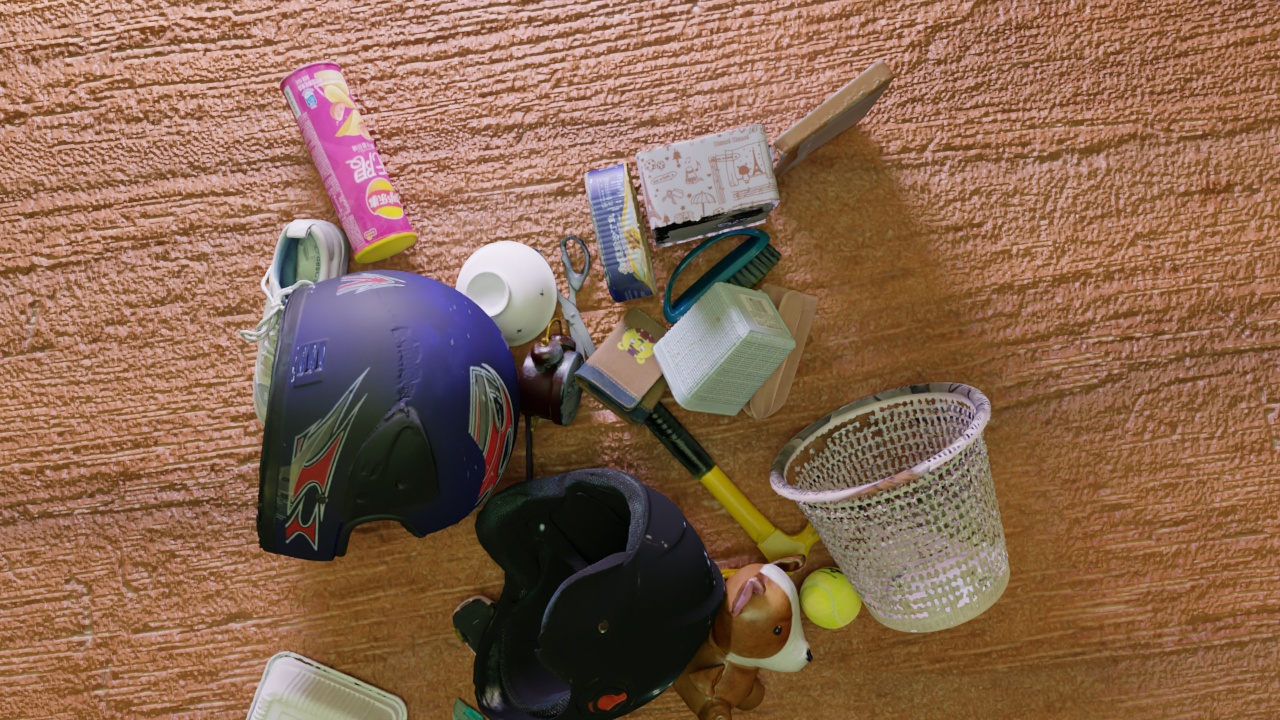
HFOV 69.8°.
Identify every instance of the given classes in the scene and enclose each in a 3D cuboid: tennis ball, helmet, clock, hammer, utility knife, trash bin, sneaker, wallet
[{"bbox_3d":[0.207,0.258,1.000,0.065,0.065,0.065,0,91,2],"label":"tennis ball"},{"bbox_3d":[-0.249,0.067,0.935,0.240,0.247,0.316,10,116,-15],"label":"helmet"},{"bbox_3d":[-0.095,0.015,0.997,0.055,0.082,0.122,9,103,12],"label":"clock"},{"bbox_3d":[-0.048,0.248,0.929,0.230,0.233,0.275,28,95,-29],"label":"helmet"},{"bbox_3d":[0.071,0.122,1.020,0.129,0.033,0.300,-42,89,1],"label":"hammer"},{"bbox_3d":[-0.158,0.443,1.045,0.151,0.013,0.029,40,94,1],"label":"utility knife"},{"bbox_3d":[0.272,0.156,0.936,0.227,0.227,0.192,-25,103,2],"label":"trash bin"},{"bbox_3d":[-0.379,-0.037,1.006,0.089,0.090,0.242,12,92,3],"label":"sneaker"},{"bbox_3d":[-0.006,0.006,0.995,0.090,0.033,0.115,37,57,2],"label":"wallet"}]

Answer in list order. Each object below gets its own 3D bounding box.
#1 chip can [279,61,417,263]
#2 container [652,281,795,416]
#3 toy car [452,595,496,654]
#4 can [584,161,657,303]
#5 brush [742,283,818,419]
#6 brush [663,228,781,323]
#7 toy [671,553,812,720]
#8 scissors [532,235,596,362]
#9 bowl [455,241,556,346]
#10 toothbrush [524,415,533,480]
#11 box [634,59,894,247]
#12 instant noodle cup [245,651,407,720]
[{"bbox_3d":[-0.320,-0.217,1.009,0.071,0.071,0.210,-24,90,2],"label":"chip can"},{"bbox_3d":[0.089,-0.013,0.946,0.112,0.090,0.090,-49,49,33],"label":"container"},{"bbox_3d":[-0.162,0.317,1.033,0.056,0.037,0.122,-34,102,5],"label":"toy car"},{"bbox_3d":[-0.021,-0.138,0.997,0.049,0.074,0.148,-12,90,6],"label":"can"},{"bbox_3d":[0.143,-0.007,0.994,0.063,0.073,0.145,16,94,0],"label":"brush"},{"bbox_3d":[0.080,-0.093,0.996,0.144,0.055,0.073,-41,104,7],"label":"brush"},{"bbox_3d":[0.114,0.297,0.965,0.130,0.140,0.200,25,105,22],"label":"toy"},{"bbox_3d":[-0.083,-0.054,1.034,0.156,0.014,0.168,21,97,2],"label":"scissors"},{"bbox_3d":[-0.156,-0.073,1.000,0.118,0.064,0.118,1,94,10],"label":"bowl"},{"bbox_3d":[-0.122,0.146,1.037,0.018,0.015,0.181,-3,92,-4],"label":"toothbrush"},{"bbox_3d":[0.127,-0.204,0.937,0.260,0.178,0.105,-14,90,3],"label":"box"},{"bbox_3d":[-0.366,0.423,1.031,0.173,0.060,0.138,22,92,0],"label":"instant noodle cup"}]
